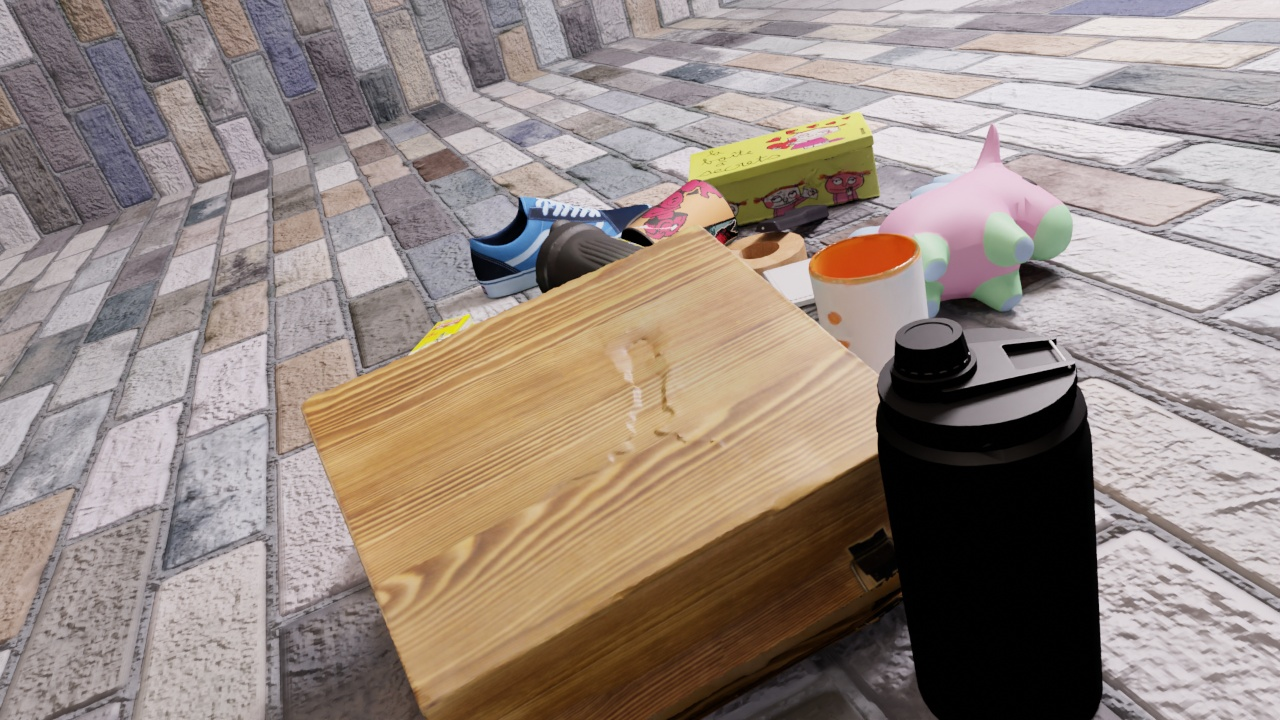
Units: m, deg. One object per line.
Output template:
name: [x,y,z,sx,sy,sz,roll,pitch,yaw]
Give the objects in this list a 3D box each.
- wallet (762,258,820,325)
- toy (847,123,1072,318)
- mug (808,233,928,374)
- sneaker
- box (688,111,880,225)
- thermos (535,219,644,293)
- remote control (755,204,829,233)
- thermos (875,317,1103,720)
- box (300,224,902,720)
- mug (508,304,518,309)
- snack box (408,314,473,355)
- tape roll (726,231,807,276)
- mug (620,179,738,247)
wallet: [0.153,-0.064,0.857,0.115,0.037,0.118,-16,23,2]
toy: [0.268,-0.113,0.801,0.222,0.120,0.171,-9,38,-7]
mug: [0.179,-0.034,0.706,0.082,0.105,0.082,-13,27,6]
sneaker: [-0.094,-0.163,1.123,0.241,0.098,0.083,-23,27,-12]
box: [0.171,-0.230,1.121,0.221,0.079,0.124,-9,28,13]
thermos: [-0.025,-0.082,0.941,0.098,0.098,0.221,-33,36,-29]
remote control: [0.168,-0.156,1.010,0.032,0.015,0.136,2,15,33]
thermos: [0.156,0.071,0.411,0.086,0.199,0.086,-13,27,7]
box: [-0.007,0.095,0.536,0.278,0.192,0.251,-25,42,-17]
mug: [-0.090,-0.013,0.855,0.112,0.084,0.104,-5,6,-18]
snack box: [-0.207,-0.009,0.946,0.040,0.029,0.147,-15,18,10]
tape roll: [0.126,-0.102,0.956,0.094,0.027,0.093,-13,27,7]
mug: [0.031,-0.140,1.000,0.098,0.082,0.118,-39,39,-19]
